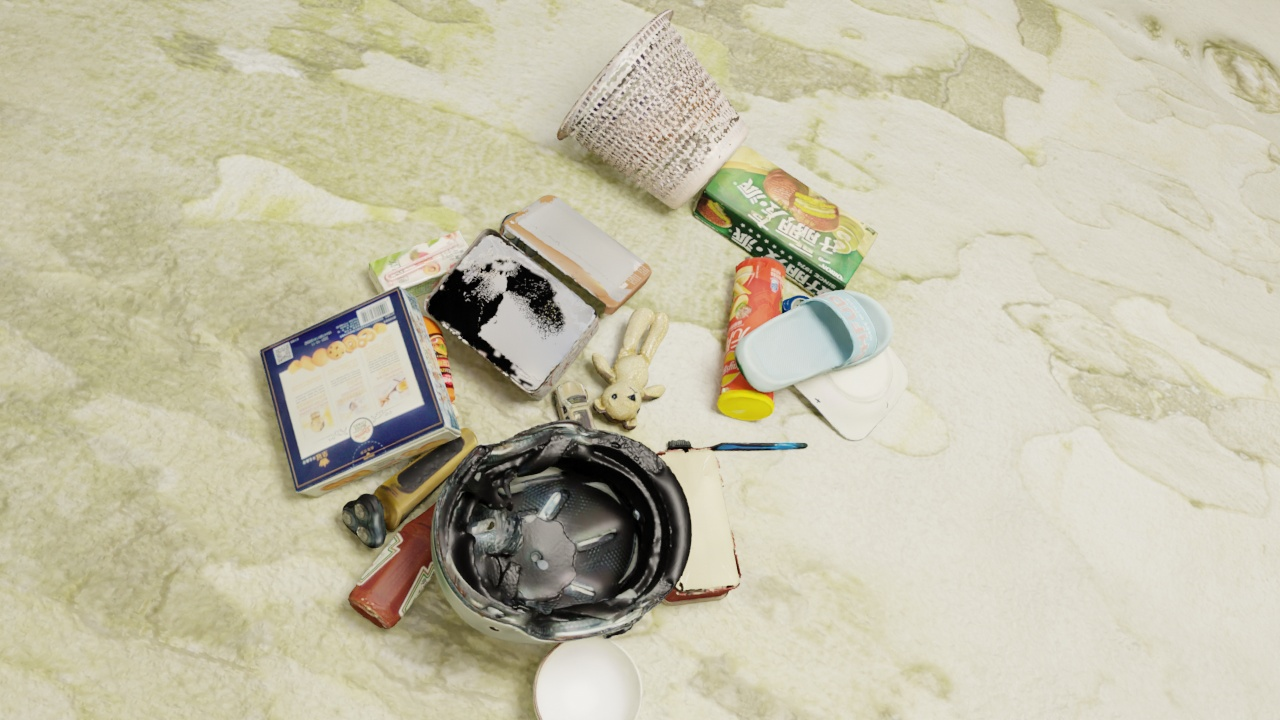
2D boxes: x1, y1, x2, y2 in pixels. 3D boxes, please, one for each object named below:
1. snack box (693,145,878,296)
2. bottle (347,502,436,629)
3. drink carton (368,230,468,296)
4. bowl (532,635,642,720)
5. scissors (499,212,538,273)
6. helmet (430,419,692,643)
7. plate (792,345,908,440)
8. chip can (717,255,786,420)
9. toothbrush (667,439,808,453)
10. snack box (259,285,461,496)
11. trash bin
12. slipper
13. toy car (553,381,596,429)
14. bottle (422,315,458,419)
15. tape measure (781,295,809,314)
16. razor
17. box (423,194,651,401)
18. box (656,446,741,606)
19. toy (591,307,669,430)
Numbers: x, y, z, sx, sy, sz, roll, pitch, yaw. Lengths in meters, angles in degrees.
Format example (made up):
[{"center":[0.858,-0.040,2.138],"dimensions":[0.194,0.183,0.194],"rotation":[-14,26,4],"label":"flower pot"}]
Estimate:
[{"center":[0.204,-0.192,1.294],"dimensions":[0.240,0.063,0.114],"rotation":[35,60,4],"label":"snack box"},{"center":[-0.229,0.191,0.993],"dimensions":[0.060,0.060,0.205],"rotation":[34,60,3],"label":"bottle"},{"center":[-0.270,-0.115,1.141],"dimensions":[0.122,0.046,0.053],"rotation":[-24,73,-23],"label":"drink carton"},{"center":[-0.060,0.348,0.956],"dimensions":[0.113,0.062,0.113],"rotation":[6,64,-13],"label":"bowl"},{"center":[-0.174,-0.121,1.191],"dimensions":[0.174,0.014,0.135],"rotation":[-39,80,-24],"label":"scissors"},{"center":[-0.097,0.194,0.971],"dimensions":[0.273,0.157,0.230],"rotation":[-8,68,-34],"label":"helmet"},{"center":[0.281,0.006,1.220],"dimensions":[0.163,0.034,0.163],"rotation":[46,61,0],"label":"plate"},{"center":[0.147,-0.031,1.195],"dimensions":[0.073,0.073,0.216],"rotation":[15,60,-7],"label":"chip can"},{"center":[0.123,0.107,1.153],"dimensions":[0.189,0.014,0.016],"rotation":[0,40,-15],"label":"toothbrush"},{"center":[-0.313,0.034,1.016],"dimensions":[0.178,0.046,0.182],"rotation":[-23,71,4],"label":"snack box"},{"center":[0.031,-0.322,1.243],"dimensions":[0.192,0.228,0.226],"rotation":[43,61,-6],"label":"trash bin"},{"center":[0.224,-0.032,1.145],"dimensions":[0.244,0.074,0.104],"rotation":[-20,78,-31],"label":"slipper"},{"center":[-0.077,0.065,1.109],"dimensions":[0.042,0.035,0.090],"rotation":[-8,64,-20],"label":"toy car"},{"center":[-0.248,0.024,1.072],"dimensions":[0.066,0.067,0.149],"rotation":[-17,77,-22],"label":"bottle"},{"center":[0.218,-0.061,1.254],"dimensions":[0.054,0.025,0.058],"rotation":[-19,80,-28],"label":"tape measure"},{"center":[-0.248,0.133,1.009],"dimensions":[0.062,0.068,0.167],"rotation":[39,61,20],"label":"razor"},{"center":[-0.117,-0.093,1.128],"dimensions":[0.179,0.126,0.272],"rotation":[38,60,4],"label":"box"},{"center":[0.060,0.188,1.057],"dimensions":[0.091,0.080,0.168],"rotation":[-3,66,-15],"label":"box"},{"center":[-0.007,0.007,1.138],"dimensions":[0.105,0.066,0.157],"rotation":[28,67,-19],"label":"toy"}]
